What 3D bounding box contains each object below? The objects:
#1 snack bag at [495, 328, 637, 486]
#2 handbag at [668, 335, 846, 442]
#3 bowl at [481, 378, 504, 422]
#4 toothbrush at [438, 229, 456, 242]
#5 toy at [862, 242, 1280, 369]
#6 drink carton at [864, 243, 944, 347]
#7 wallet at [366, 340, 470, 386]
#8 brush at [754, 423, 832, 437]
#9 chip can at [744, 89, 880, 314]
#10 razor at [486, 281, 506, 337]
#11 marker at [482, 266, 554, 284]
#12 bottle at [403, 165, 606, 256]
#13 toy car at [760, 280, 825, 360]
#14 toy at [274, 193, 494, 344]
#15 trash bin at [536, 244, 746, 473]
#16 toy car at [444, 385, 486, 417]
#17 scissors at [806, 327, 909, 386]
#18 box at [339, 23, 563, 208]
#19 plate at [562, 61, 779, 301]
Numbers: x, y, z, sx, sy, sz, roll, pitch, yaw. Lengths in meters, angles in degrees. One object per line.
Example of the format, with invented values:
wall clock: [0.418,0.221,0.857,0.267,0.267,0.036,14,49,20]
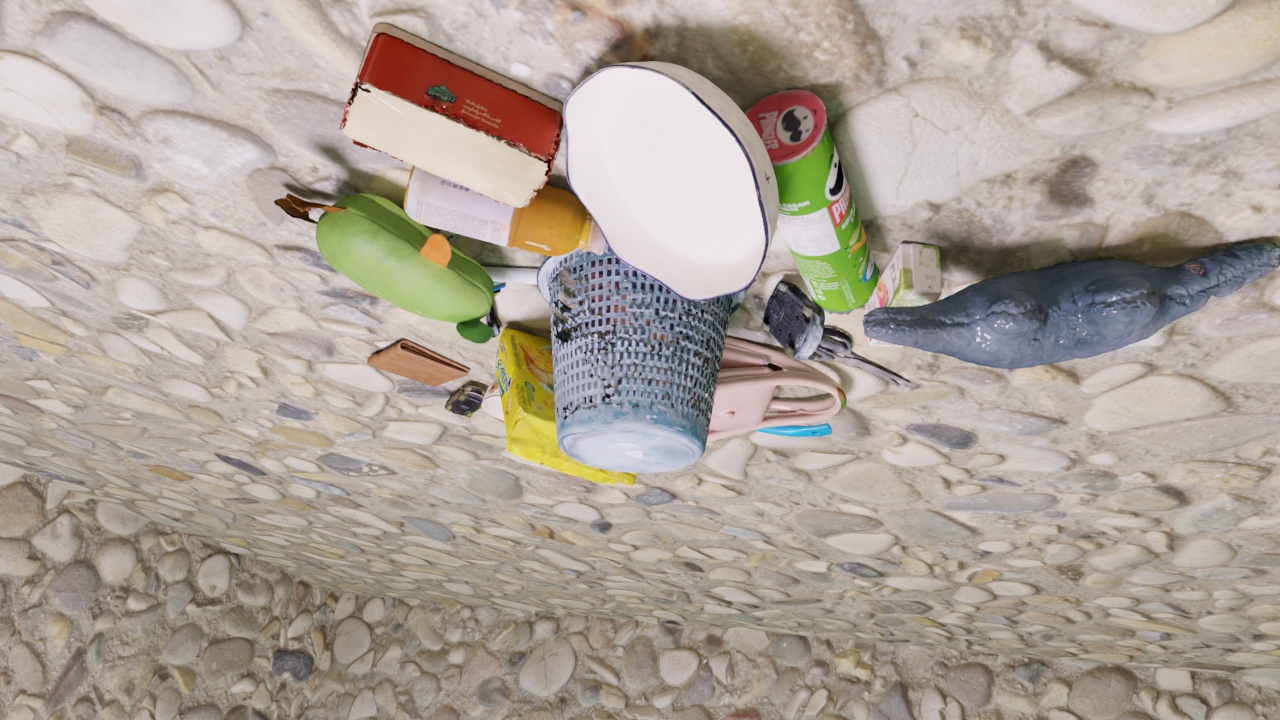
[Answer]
snack bag: [-0.097,0.052,1.100,0.158,0.246,0.068,21,113,-22]
handbag: [0.141,0.043,1.157,0.234,0.093,0.194,2,156,-1]
bowl: [-0.160,0.048,1.283,0.113,0.062,0.114,7,154,3]
toothbrush: [-0.241,-0.112,1.024,0.016,0.018,0.192,23,152,-25]
toy: [0.375,-0.046,0.828,0.356,0.091,0.138,-10,165,5]
drink carton: [0.260,-0.061,0.907,0.045,0.053,0.123,6,155,-1]
wallet: [-0.316,0.008,1.307,0.115,0.020,0.101,25,153,-34]
brush: [0.139,0.090,1.271,0.255,0.045,0.083,2,151,28]
chip can: [0.150,-0.126,0.788,0.072,0.072,0.236,-2,153,24]
razor: [-0.181,-0.064,1.102,0.042,0.022,0.143,-20,160,-13]
marker: [-0.161,-0.097,1.026,0.131,0.018,0.022,4,173,13]
bottle: [-0.122,-0.140,0.860,0.189,0.067,0.068,14,155,-10]
toy car: [0.157,-0.041,0.926,0.036,0.054,0.120,16,-162,-16]
toy: [-0.252,-0.107,0.939,0.246,0.090,0.227,32,165,-29]
trash bin: [-0.006,0.006,0.957,0.226,0.194,0.227,4,156,1]
toy car: [-0.260,0.058,1.371,0.042,0.035,0.091,21,152,-27]
scissors: [0.250,0.001,1.098,0.145,0.014,0.172,-1,156,19]
box: [-0.155,-0.189,0.756,0.168,0.079,0.092,20,153,-20]
plate: [0.025,-0.143,0.727,0.205,0.045,0.205,32,146,24]
